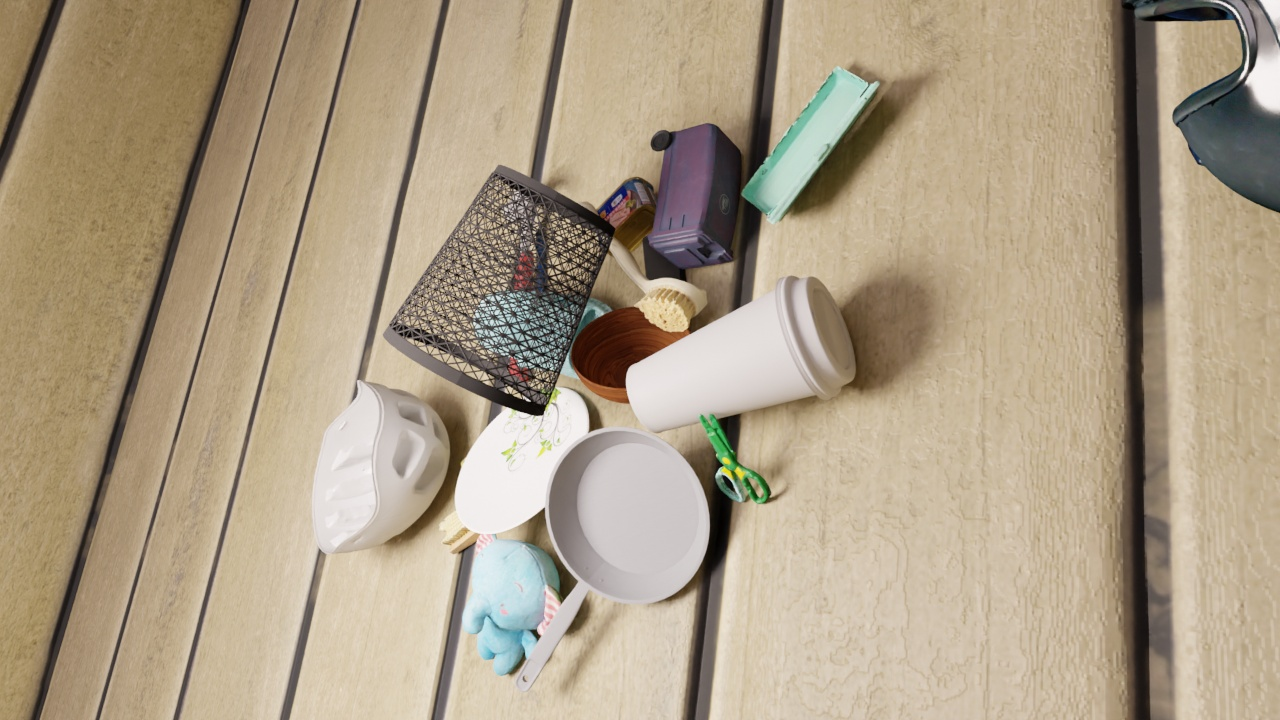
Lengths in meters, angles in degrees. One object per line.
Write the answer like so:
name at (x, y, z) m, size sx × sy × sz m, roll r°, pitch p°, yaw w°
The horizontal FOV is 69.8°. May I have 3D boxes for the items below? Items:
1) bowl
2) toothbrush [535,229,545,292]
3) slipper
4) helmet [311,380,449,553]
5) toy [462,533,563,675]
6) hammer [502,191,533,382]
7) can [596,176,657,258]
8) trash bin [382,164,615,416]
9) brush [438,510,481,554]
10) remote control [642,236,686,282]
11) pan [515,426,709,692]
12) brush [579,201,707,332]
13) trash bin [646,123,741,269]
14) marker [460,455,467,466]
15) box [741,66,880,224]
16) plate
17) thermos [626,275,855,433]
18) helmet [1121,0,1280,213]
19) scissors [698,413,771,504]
bowl at (-0.007, 0.007, 1.122) m, size 0.147 × 0.069 × 0.147 m, roll -6°, pitch 43°, yaw 6°
toothbrush at (-0.150, -0.116, 1.375) m, size 0.017 × 0.016 × 0.189 m, roll -38°, pitch 48°, yaw 46°
slipper at (-0.142, -0.044, 1.262) m, size 0.277 × 0.069 × 0.116 m, roll 12°, pitch 85°, yaw 35°
helmet at (-0.411, 0.171, 1.392) m, size 0.283 × 0.183 × 0.224 m, roll -43°, pitch 42°, yaw 15°
toy at (-0.175, 0.310, 1.154) m, size 0.183 × 0.114 × 0.181 m, roll 32°, pitch 107°, yaw 37°
hammer at (-0.174, -0.120, 1.371) m, size 0.126 × 0.036 × 0.315 m, roll -29°, pitch 56°, yaw 57°
can at (-0.018, -0.193, 1.245) m, size 0.100 × 0.054 × 0.059 m, roll -42°, pitch 49°, yaw 26°
trash bin at (-0.158, -0.091, 1.121) m, size 0.217 × 0.216 × 0.243 m, roll 31°, pitch 94°, yaw 48°
brush at (-0.243, 0.227, 1.304) m, size 0.117 × 0.039 × 0.049 m, roll -37°, pitch 49°, yaw 28°
remote control at (0.032, -0.114, 1.189) m, size 0.058 × 0.013 × 0.133 m, roll -26°, pitch 56°, yaw 36°
pan at (-0.051, 0.238, 1.054) m, size 0.201 × 0.050 × 0.357 m, roll 34°, pitch 108°, yaw 17°
brush at (-0.013, -0.127, 1.157) m, size 0.272 × 0.077 × 0.062 m, roll 48°, pitch 147°, yaw 38°
trash bin at (0.066, -0.199, 1.133) m, size 0.092 × 0.093 × 0.160 m, roll -5°, pitch 68°, yaw 34°
marker at (-0.221, 0.113, 1.349) m, size 0.133 × 0.014 × 0.014 m, roll -45°, pitch 46°, yaw 22°
box at (0.198, -0.241, 1.047) m, size 0.187 × 0.057 × 0.137 m, roll -53°, pitch 26°, yaw 16°
plate at (-0.154, 0.138, 1.238) m, size 0.230 × 0.030 × 0.228 m, roll -26°, pitch 39°, yaw 23°
thermos at (0.099, 0.004, 0.962) m, size 0.222 × 0.131 × 0.131 m, roll -22°, pitch 58°, yaw 27°
helmet at (0.480, -0.208, 0.605) m, size 0.317 × 0.248 × 0.236 m, roll 14°, pitch 113°, yaw 47°
scissors at (0.088, 0.103, 0.971) m, size 0.071 × 0.130 × 0.014 m, roll -10°, pitch 30°, yaw 48°
